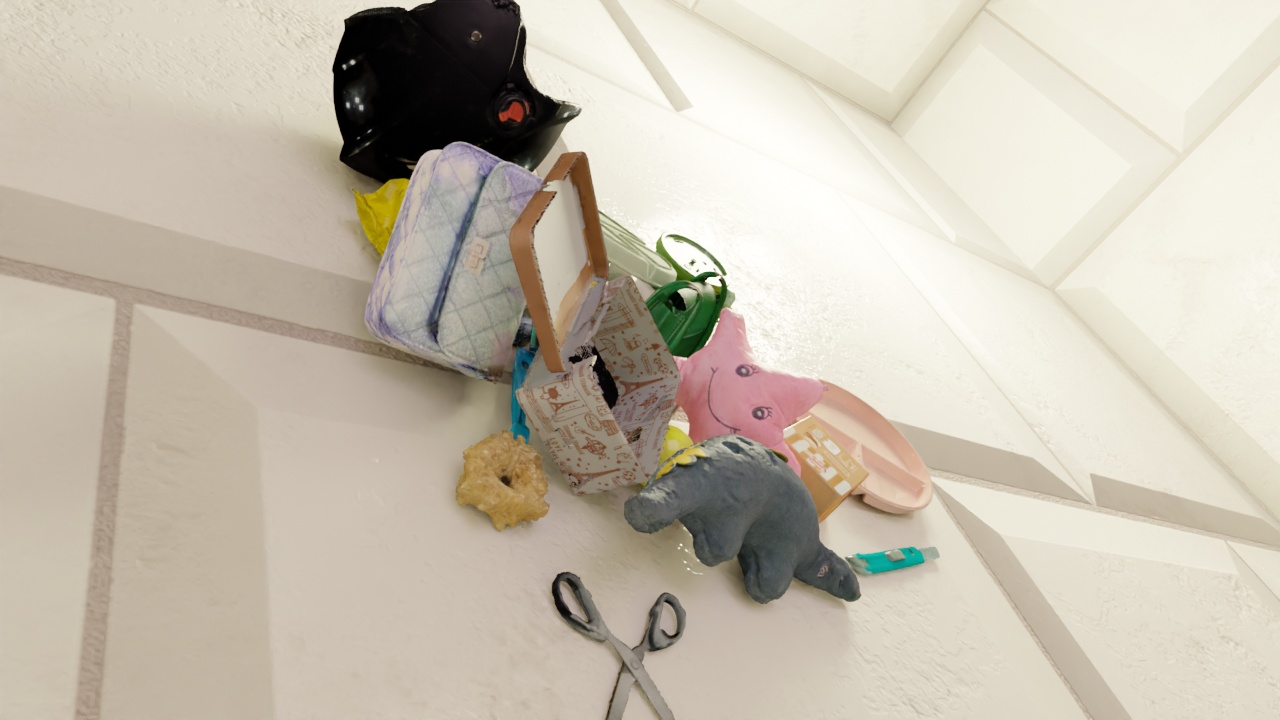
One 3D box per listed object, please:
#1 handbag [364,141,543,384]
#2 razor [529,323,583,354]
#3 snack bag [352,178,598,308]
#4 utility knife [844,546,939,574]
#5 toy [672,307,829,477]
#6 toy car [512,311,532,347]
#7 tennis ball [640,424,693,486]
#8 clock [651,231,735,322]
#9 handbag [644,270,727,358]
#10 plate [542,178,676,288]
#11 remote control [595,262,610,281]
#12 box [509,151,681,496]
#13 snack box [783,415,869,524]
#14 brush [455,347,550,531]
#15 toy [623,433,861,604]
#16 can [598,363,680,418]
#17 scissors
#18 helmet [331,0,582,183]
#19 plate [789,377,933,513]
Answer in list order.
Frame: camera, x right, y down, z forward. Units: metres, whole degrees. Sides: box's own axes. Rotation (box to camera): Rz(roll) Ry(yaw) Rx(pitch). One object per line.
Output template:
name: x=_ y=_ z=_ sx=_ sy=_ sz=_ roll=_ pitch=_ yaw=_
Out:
handbag: x=-0.157 y=-0.089 z=0.832 sx=0.134 sy=0.193 sz=0.076 roll=22 pitch=-9 yaw=-36
razor: x=-0.046 y=-0.011 z=0.956 sx=0.142 sy=0.022 sz=0.042 roll=11 pitch=55 yaw=-15
snack bag: x=-0.167 y=-0.122 z=0.967 sx=0.246 sy=0.068 sz=0.158 roll=7 pitch=28 yaw=-42
utility knife: x=0.295 y=0.225 z=1.051 sx=0.192 sy=0.013 sz=0.029 roll=5 pitch=42 yaw=-45
toy: x=0.104 y=0.037 z=0.945 sx=0.178 sy=0.075 sz=0.194 roll=-11 pitch=74 yaw=-5
toy car: x=-0.148 y=-0.035 z=0.927 sx=0.049 sy=0.031 sz=0.105 roll=47 pitch=31 yaw=22
tennis ball: x=0.022 y=0.094 z=0.886 sx=0.065 sy=0.066 sz=0.065 roll=27 pitch=30 yaw=-17
clock: x=0.071 y=-0.108 z=1.256 sx=0.116 sy=0.056 sz=0.161 roll=-1 pitch=45 yaw=-48
handbag: x=0.046 y=-0.047 z=1.067 sx=0.068 sy=0.120 sz=0.131 roll=43 pitch=25 yaw=14
plate: x=-0.050 y=-0.156 z=1.107 sx=0.230 sy=0.027 sz=0.230 roll=33 pitch=11 yaw=-8
remote control: x=-0.062 y=-0.147 z=1.203 sx=0.058 sy=0.021 sz=0.149 roll=32 pitch=29 yaw=-10
box: x=-0.054 y=-0.034 z=0.816 sx=0.177 sy=0.088 sz=0.262 roll=-73 pitch=142 yaw=-54
snack box: x=0.178 y=0.127 z=1.001 sx=0.093 sy=0.077 sz=0.094 roll=46 pitch=29 yaw=17
brush: x=-0.113 y=0.059 z=0.825 sx=0.083 sy=0.046 sz=0.254 roll=25 pitch=26 yaw=-15
toy: x=0.100 y=0.141 z=0.844 sx=0.356 sy=0.092 sz=0.137 roll=32 pitch=41 yaw=-41
can: x=-0.006 y=0.006 z=1.000 sx=0.134 sy=0.053 sz=0.053 roll=40 pitch=28 yaw=5
scissors: x=-0.010 y=0.230 z=0.703 sx=0.159 sy=0.014 sz=0.176 roll=35 pitch=29 yaw=-3
helmet: x=-0.210 y=-0.288 z=1.031 sx=0.274 sy=0.230 sz=0.233 roll=22 pitch=6 yaw=-27
plate: x=0.281 y=0.111 z=1.193 sx=0.229 sy=0.028 sz=0.229 roll=26 pitch=30 yaw=-17
